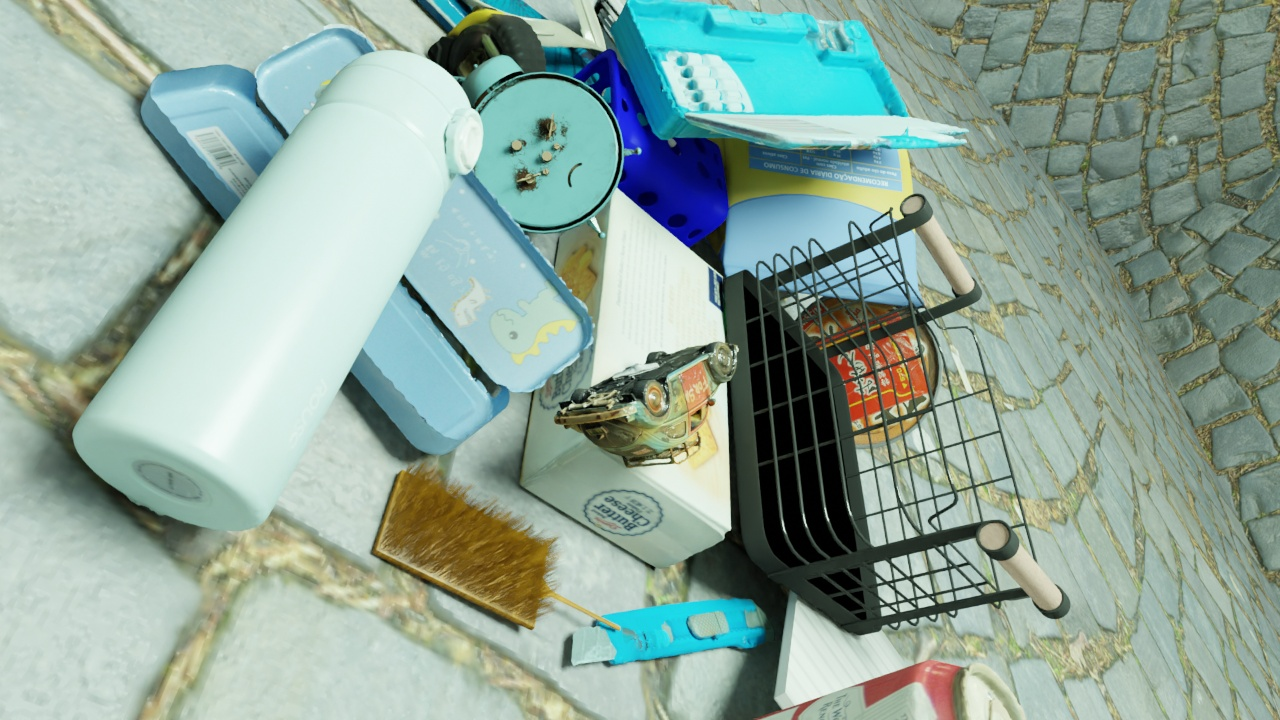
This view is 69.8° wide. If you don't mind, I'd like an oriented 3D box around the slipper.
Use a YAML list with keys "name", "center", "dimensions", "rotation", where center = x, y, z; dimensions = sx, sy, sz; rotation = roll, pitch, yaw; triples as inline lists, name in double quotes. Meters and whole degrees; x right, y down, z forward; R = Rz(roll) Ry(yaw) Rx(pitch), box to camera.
- name: "slipper"
  center: [-0.087, -0.248, 0.646]
  dimensions: [0.295, 0.060, 0.118]
  rotation: [38, 40, -28]

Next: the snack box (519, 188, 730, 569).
- name: "snack box"
  center: [-0.003, 0.003, 0.535]
  dimensions: [0.104, 0.058, 0.207]
  rotation: [36, 37, -29]

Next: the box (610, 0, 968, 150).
- name: "box"
  center: [0.110, -0.171, 0.612]
  dimensions: [0.226, 0.072, 0.182]
  rotation: [-10, 50, -36]

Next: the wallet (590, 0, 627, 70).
- name: "wallet"
  center: [-0.001, -0.245, 0.749]
  dimensions: [0.118, 0.037, 0.115]
  rotation: [52, 11, -7]

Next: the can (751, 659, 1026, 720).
- name: "can"
  center: [0.071, 0.176, 0.374]
  dimensions: [0.067, 0.171, 0.067]
  rotation: [35, 37, -33]

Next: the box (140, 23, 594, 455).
- name: "box"
  center: [-0.122, -0.061, 0.438]
  dimensions: [0.209, 0.034, 0.127]
  rotation: [51, 46, -2]

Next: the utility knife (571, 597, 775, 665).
- name: "utility knife"
  center: [0.022, 0.144, 0.486]
  dimensions: [0.174, 0.015, 0.031]
  rotation: [9, 50, -49]

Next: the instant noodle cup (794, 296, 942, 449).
- name: "instant noodle cup"
  center: [0.190, 0.003, 0.754]
  dimensions: [0.123, 0.124, 0.121]
  rotation: [63, 23, 9]

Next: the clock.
- name: "clock"
  center: [-0.068, -0.120, 0.524]
  dimensions: [0.124, 0.090, 0.053]
  rotation: [24, -1, 0]

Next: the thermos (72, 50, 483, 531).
- name: "thermos"
  center: [-0.126, -0.039, 0.354]
  dimensions: [0.065, 0.078, 0.206]
  rotation: [78, 24, -50]

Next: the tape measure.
- name: "tape measure"
  center: [-0.093, -0.184, 0.575]
  dimensions: [0.038, 0.063, 0.067]
  rotation: [-22, 81, -57]

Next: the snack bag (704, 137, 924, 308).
- name: "snack bag"
  center: [0.125, -0.125, 0.710]
  dimensions: [0.159, 0.102, 0.204]
  rotation: [6, 50, -13]

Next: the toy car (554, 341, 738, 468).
- name: "toy car"
  center: [0.008, 0.024, 0.434]
  dimensions: [0.111, 0.047, 0.047]
  rotation: [-27, 107, -52]

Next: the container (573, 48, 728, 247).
- name: "container"
  center: [-0.007, -0.131, 0.625]
  dimensions: [0.113, 0.085, 0.085]
  rotation: [30, 42, -38]

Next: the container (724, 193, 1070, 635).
- name: "container"
  center: [0.153, 0.038, 0.566]
  dimensions: [0.163, 0.130, 0.240]
  rotation: [40, 38, -41]

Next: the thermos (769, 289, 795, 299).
- name: "thermos"
  center: [0.110, -0.151, 0.832]
  dimensions: [0.052, 0.052, 0.223]
  rotation: [28, 41, -38]

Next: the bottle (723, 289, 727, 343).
- name: "bottle"
  center: [0.085, 0.000, 0.672]
  dimensions: [0.043, 0.043, 0.111]
  rotation: [6, 58, -52]

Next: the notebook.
- name: "notebook"
  center: [0.131, 0.197, 0.546]
  dimensions: [0.142, 0.009, 0.209]
  rotation: [54, 18, -3]

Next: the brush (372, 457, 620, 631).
- name: "brush"
  center: [-0.057, 0.092, 0.412]
  dimensions: [0.126, 0.017, 0.048]
  rotation: [35, 38, -25]
